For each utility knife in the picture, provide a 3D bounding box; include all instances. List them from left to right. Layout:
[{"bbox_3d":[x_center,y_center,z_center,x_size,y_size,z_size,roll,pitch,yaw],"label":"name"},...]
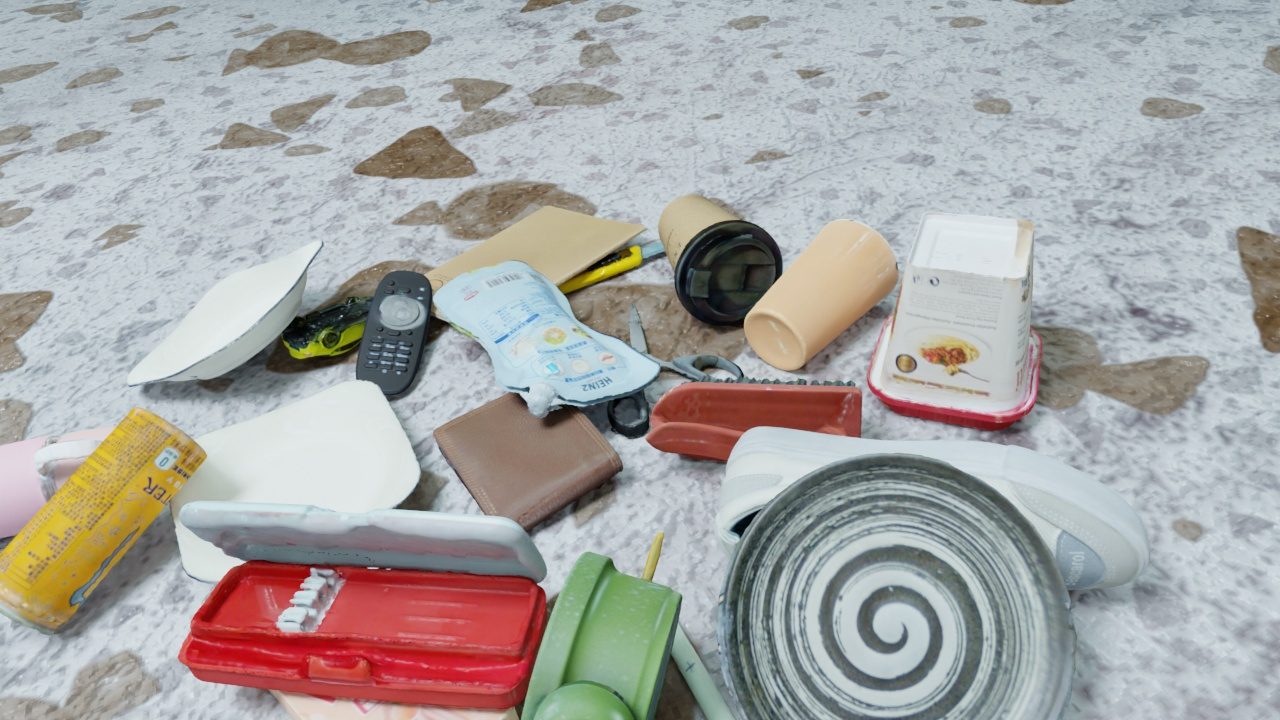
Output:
[{"bbox_3d":[-0.035,-0.090,0.861,0.223,0.015,0.033,-22,40,-18],"label":"utility knife"}]

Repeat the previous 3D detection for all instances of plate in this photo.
[{"bbox_3d":[-0.349,-0.033,0.796,0.165,0.034,0.163,-14,35,30],"label":"plate"},{"bbox_3d":[-0.245,0.088,0.654,0.164,0.034,0.163,-22,40,-19],"label":"plate"},{"bbox_3d":[0.129,0.138,0.474,0.179,0.024,0.179,-1,78,3],"label":"plate"}]

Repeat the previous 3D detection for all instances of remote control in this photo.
[{"bbox_3d":[-0.209,-0.022,0.785,0.053,0.024,0.136,6,51,-6],"label":"remote control"}]

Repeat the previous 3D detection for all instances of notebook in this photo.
[{"bbox_3d":[-0.115,-0.093,0.869,0.148,0.008,0.207,19,44,41],"label":"notebook"}]

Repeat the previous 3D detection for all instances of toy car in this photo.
[{"bbox_3d":[-0.263,-0.028,0.810,0.048,0.032,0.105,20,34,31],"label":"toy car"}]

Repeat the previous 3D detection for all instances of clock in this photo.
[{"bbox_3d":[-0.022,0.170,0.450,0.056,0.116,0.160,13,38,9],"label":"clock"}]

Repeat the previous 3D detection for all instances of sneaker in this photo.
[{"bbox_3d":[0.159,0.101,0.527,0.242,0.090,0.090,8,42,20],"label":"sneaker"}]

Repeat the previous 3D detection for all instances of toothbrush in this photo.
[{"bbox_3d":[0.043,0.186,0.495,0.020,0.029,0.189,-52,40,10],"label":"toothbrush"}]

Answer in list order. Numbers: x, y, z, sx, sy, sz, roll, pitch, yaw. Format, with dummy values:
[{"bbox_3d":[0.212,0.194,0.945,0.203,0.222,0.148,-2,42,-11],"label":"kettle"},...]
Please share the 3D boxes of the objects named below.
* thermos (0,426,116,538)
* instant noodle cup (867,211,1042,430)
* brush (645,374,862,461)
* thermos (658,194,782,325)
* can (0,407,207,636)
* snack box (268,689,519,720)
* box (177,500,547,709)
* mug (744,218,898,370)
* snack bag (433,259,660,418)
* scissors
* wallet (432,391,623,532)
[{"bbox_3d":[-0.461,0.092,0.647,0.198,0.087,0.067,-12,72,-5],"label":"thermos"},{"bbox_3d":[0.229,-0.032,0.656,0.117,0.124,0.116,10,41,21],"label":"instant noodle cup"},{"bbox_3d":[0.077,0.045,0.632,0.146,0.063,0.069,3,25,15],"label":"brush"},{"bbox_3d":[0.061,-0.094,0.799,0.093,0.093,0.143,-14,31,-8],"label":"thermos"},{"bbox_3d":[-0.357,0.102,0.603,0.058,0.058,0.145,19,64,30],"label":"can"},{"bbox_3d":[-0.150,0.186,0.521,0.157,0.026,0.084,27,49,36],"label":"snack box"},{"bbox_3d":[-0.156,0.119,0.502,0.201,0.101,0.095,1,36,10],"label":"box"},{"bbox_3d":[0.142,-0.050,0.739,0.078,0.078,0.122,26,54,35],"label":"mug"},{"bbox_3d":[-0.079,-0.019,0.718,0.110,0.039,0.191,-11,37,-33],"label":"snack bag"},{"bbox_3d":[0.000,0.004,0.743,0.181,0.014,0.159,10,39,25],"label":"scissors"},{"bbox_3d":[-0.083,0.068,0.659,0.101,0.032,0.124,-27,41,-19],"label":"wallet"}]
